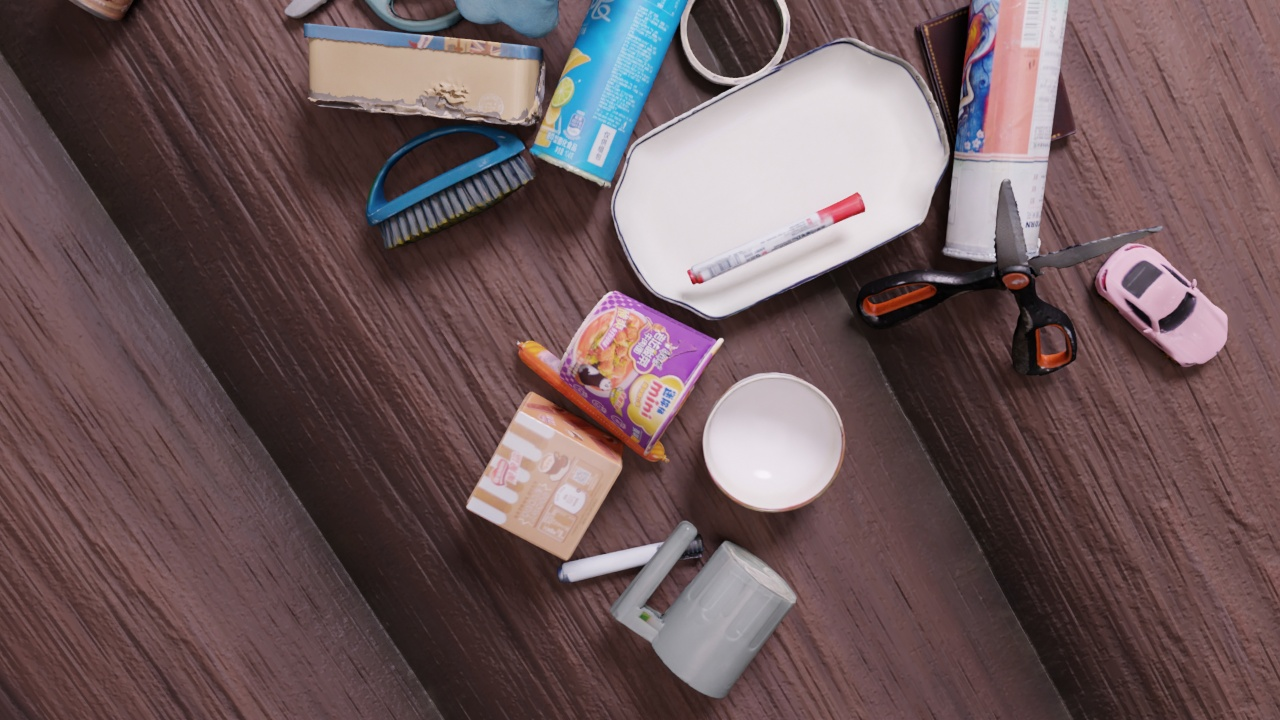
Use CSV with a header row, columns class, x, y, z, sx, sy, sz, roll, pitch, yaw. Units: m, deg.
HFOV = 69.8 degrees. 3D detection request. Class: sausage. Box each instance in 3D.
class,x,y,z,sx,sy,sz,roll,pitch,yaw
sausage,-0.040,0.036,0.776,0.165,0.021,0.021,39,99,-5

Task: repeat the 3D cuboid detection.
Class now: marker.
class,x,y,z,sx,sy,sz,roll,pitch,yaw
marker,0.105,-0.094,0.715,0.145,0.017,0.017,-24,99,6
marker,-0.008,0.175,0.802,0.131,0.018,0.022,-14,92,3

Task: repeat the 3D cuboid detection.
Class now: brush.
class,x,y,z,sx,sy,sz,roll,pitch,yaw
brush,-0.157,-0.143,0.722,0.144,0.055,0.073,-23,106,17

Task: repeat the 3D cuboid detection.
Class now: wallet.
class,x,y,z,sx,sy,sz,roll,pitch,yaw
wallet,0.280,-0.222,0.722,0.096,0.020,0.122,-18,101,10

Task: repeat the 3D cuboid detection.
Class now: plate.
class,x,y,z,sx,sy,sz,roll,pitch,yaw
plate,0.109,-0.142,0.733,0.266,0.034,0.162,-26,98,6

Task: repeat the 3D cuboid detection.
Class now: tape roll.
class,x,y,z,sx,sy,sz,roll,pitch,yaw
tape roll,0.074,-0.261,0.723,0.086,0.014,0.086,0,101,1

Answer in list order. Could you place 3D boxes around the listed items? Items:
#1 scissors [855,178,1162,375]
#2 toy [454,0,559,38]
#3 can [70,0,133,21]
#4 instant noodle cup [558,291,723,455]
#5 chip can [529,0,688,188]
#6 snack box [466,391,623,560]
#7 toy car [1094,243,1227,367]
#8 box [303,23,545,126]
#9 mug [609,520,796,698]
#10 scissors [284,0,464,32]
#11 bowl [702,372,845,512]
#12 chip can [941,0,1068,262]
class,x,y,z,sx,sy,sz,roll,pitch,yaw
scissors,0.274,-0.050,0.691,0.234,0.021,0.221,-14,139,41
toy,-0.075,-0.290,0.650,0.161,0.156,0.049,20,62,3
can,-0.398,-0.323,0.701,0.058,0.058,0.116,37,99,-5
instant noodle cup,-0.004,0.004,0.730,0.099,0.111,0.112,33,99,3
chip can,-0.014,-0.242,0.700,0.071,0.071,0.210,24,101,-3
snack box,-0.076,0.093,0.759,0.094,0.077,0.093,29,100,-5
toy car,0.424,-0.044,0.742,0.122,0.037,0.056,39,100,-6
box,-0.167,-0.218,0.699,0.184,0.089,0.062,7,107,-1
mug,0.054,0.206,0.773,0.124,0.083,0.103,36,97,-8
scissors,-0.199,-0.304,0.720,0.177,0.019,0.172,-40,98,6
bowl,0.106,0.063,0.756,0.113,0.062,0.113,0,99,1
chip can,0.274,-0.184,0.686,0.071,0.071,0.215,1,106,1
